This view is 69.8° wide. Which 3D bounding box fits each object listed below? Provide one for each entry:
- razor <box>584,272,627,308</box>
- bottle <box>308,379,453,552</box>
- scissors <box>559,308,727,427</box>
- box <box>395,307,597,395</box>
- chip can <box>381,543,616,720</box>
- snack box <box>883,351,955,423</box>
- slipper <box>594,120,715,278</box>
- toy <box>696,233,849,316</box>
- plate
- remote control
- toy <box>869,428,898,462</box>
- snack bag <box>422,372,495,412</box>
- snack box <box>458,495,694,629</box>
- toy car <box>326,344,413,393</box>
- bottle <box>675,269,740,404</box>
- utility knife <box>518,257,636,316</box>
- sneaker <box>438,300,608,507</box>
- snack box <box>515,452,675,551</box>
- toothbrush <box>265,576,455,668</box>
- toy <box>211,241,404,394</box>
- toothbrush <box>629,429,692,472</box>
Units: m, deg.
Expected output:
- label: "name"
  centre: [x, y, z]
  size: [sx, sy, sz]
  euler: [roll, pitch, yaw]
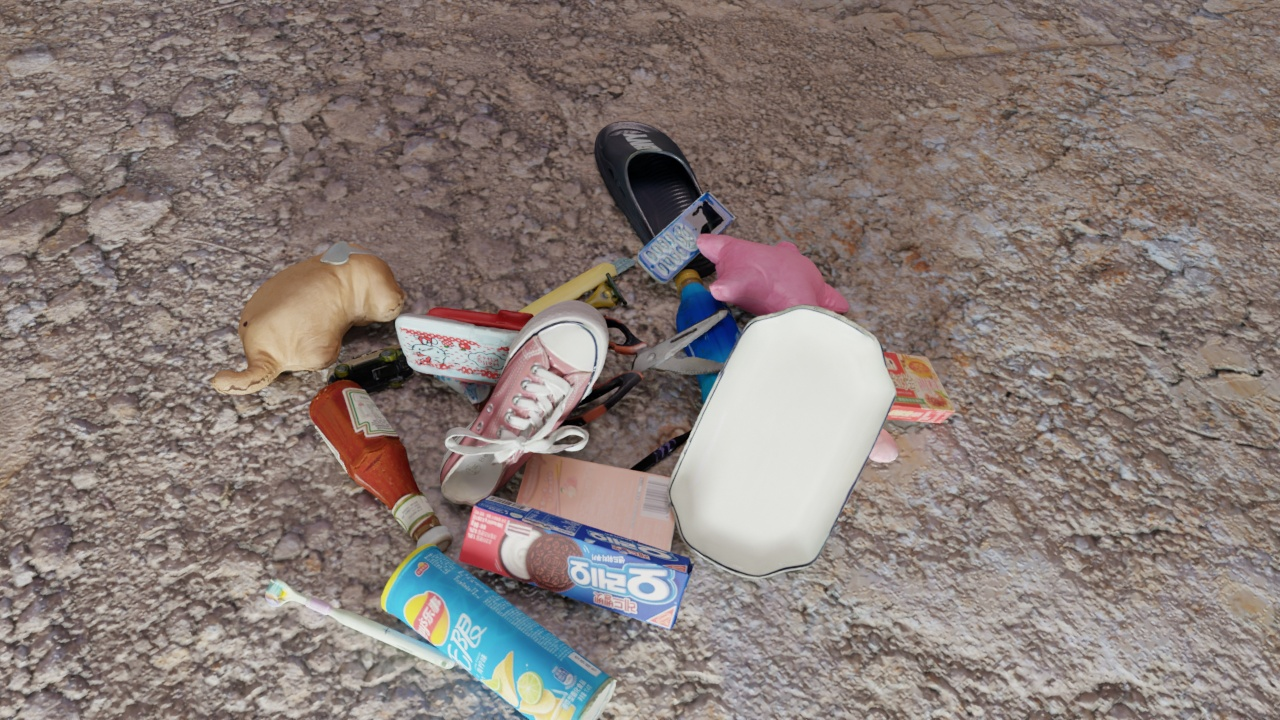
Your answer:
- label: "razor"
  centre: [-0.079, -0.057, 1.043]
  size: [0.132, 0.028, 0.043]
  euler: [-26, 82, -27]
- label: "bottle"
  centre: [-0.254, 0.107, 0.905]
  size: [0.059, 0.060, 0.206]
  euler: [-32, 66, -23]
- label: "scissors"
  centre: [-0.007, 0.004, 0.970]
  size: [0.225, 0.015, 0.188]
  euler: [16, 62, 39]
- label: "box"
  centre: [-0.139, -0.027, 0.943]
  size: [0.201, 0.100, 0.094]
  euler: [9, 54, 5]
- label: "chip can"
  centre: [-0.125, 0.247, 0.801]
  size: [0.210, 0.071, 0.071]
  euler: [31, 59, 18]
- label: "snack box"
  centre: [0.257, 0.025, 0.964]
  size: [0.152, 0.026, 0.075]
  euler: [6, 50, -31]
- label: "slipper"
  centre: [0.027, -0.220, 1.134]
  size: [0.110, 0.083, 0.268]
  euler: [-17, 60, -14]
- label: "toy"
  centre: [0.147, -0.081, 1.026]
  size: [0.194, 0.075, 0.178]
  euler: [0, 44, -37]
- label: "plate"
  centre: [0.134, 0.077, 0.883]
  size: [0.162, 0.034, 0.265]
  euler: [25, 91, 3]
- label: "remote control"
  centre: [0.053, -0.143, 1.069]
  size: [0.124, 0.024, 0.049]
  euler: [-43, 84, -13]
- label: "toy"
  centre: [0.194, 0.054, 0.960]
  size: [0.121, 0.054, 0.159]
  euler: [-17, 56, -23]
- label: "snack bag"
  centre: [-0.193, 0.018, 0.989]
  size: [0.105, 0.026, 0.045]
  euler: [31, 58, 17]
- label: "snack box"
  centre: [-0.057, 0.182, 0.841]
  size: [0.207, 0.057, 0.058]
  euler: [16, 94, 5]
- label: "toy car"
  centre: [-0.290, 0.012, 0.980]
  size: [0.090, 0.042, 0.035]
  euler: [-22, 36, -23]
- label: "bottle"
  centre: [0.077, -0.023, 0.998]
  size: [0.065, 0.065, 0.218]
  euler: [-9, 45, -9]
- label: "utility knife"
  centre: [-0.079, -0.081, 1.068]
  size: [0.178, 0.019, 0.031]
  euler: [-34, 67, -17]
- label: "sneaker"
  centre: [-0.109, 0.054, 0.853]
  size: [0.118, 0.241, 0.087]
  euler: [32, 18, -22]
- label: "snack box"
  centre: [-0.042, 0.145, 0.899]
  size: [0.157, 0.026, 0.084]
  euler: [10, 62, 6]
- label: "toothbrush"
  centre: [-0.255, 0.241, 0.832]
  size: [0.189, 0.029, 0.020]
  euler: [19, 15, 9]
- label: "toy"
  centre: [-0.368, -0.042, 0.992]
  size: [0.143, 0.083, 0.225]
  euler: [31, 61, 34]
- label: "toothbrush"
  centre: [0.018, 0.097, 0.948]
  size: [0.188, 0.017, 0.014]
  euler: [-33, 63, -21]
